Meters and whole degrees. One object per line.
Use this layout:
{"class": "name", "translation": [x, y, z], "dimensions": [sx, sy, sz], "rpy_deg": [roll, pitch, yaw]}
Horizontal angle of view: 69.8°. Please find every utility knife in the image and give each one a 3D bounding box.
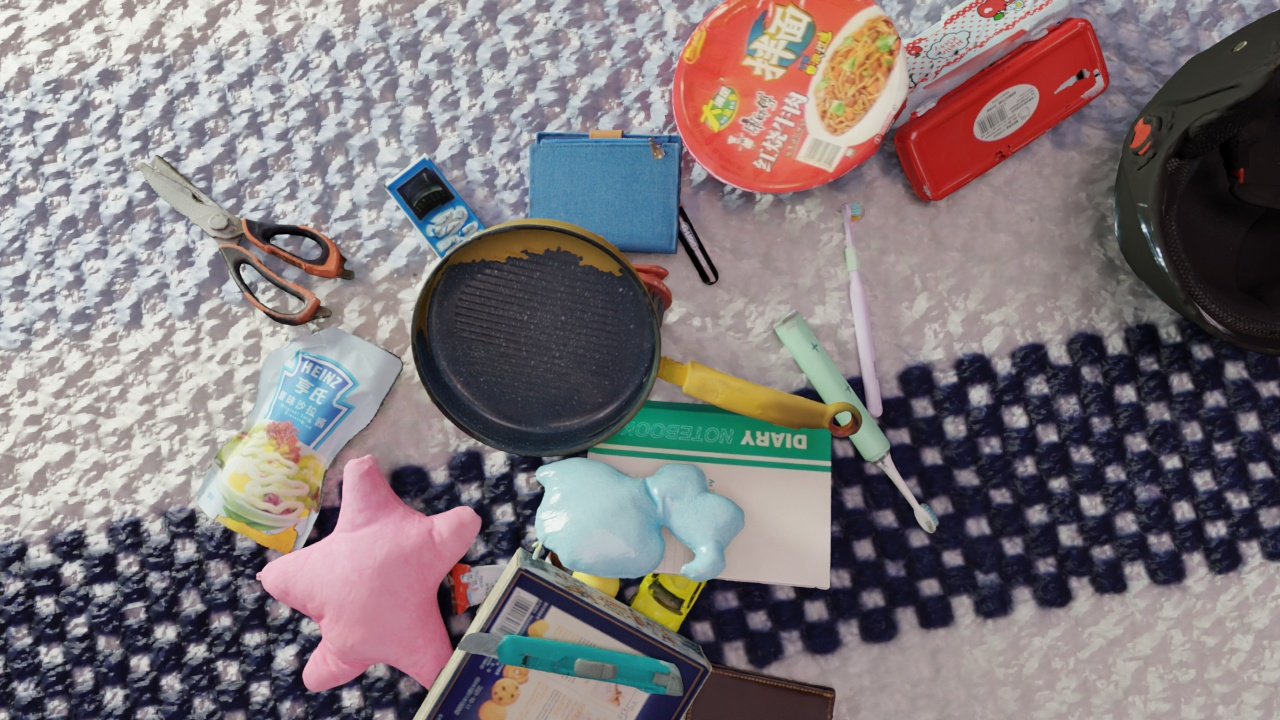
{"class": "utility knife", "translation": [-0.050, 0.231, 0.698], "dimensions": [0.179, 0.013, 0.029], "rpy_deg": [13, 94, -10]}

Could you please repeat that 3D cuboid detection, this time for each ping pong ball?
{"class": "ping pong ball", "translation": [-0.038, 0.187, 0.769], "dimensions": [0.040, 0.040, 0.040], "rpy_deg": [0, 84, 0]}

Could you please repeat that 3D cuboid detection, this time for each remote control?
{"class": "remote control", "translation": [-0.171, -0.121, 0.808], "dimensions": [0.049, 0.024, 0.125], "rpy_deg": [-38, 85, -4]}

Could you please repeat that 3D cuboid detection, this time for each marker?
{"class": "marker", "translation": [0.035, -0.122, 0.812], "dimensions": [0.018, 0.015, 0.124], "rpy_deg": [-29, 85, 2]}

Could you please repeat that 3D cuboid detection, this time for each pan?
{"class": "pan", "translation": [-0.004, 0.004, 0.726], "dimensions": [0.357, 0.078, 0.198], "rpy_deg": [10, 113, -3]}

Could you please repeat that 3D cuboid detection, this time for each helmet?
{"class": "helmet", "translation": [0.490, -0.135, 0.709], "dimensions": [0.233, 0.230, 0.275], "rpy_deg": [38, 93, -3]}

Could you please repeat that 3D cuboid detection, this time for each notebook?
{"class": "notebook", "translation": [0.057, 0.108, 0.775], "dimensions": [0.209, 0.012, 0.150], "rpy_deg": [4, 70, 1]}

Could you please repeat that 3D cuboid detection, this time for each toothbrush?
{"class": "toothbrush", "translation": [0.187, 0.053, 0.789], "dimensions": [0.027, 0.027, 0.224], "rpy_deg": [-29, 83, -47]}
{"class": "toothbrush", "translation": [0.196, -0.044, 0.804], "dimensions": [0.021, 0.029, 0.189], "rpy_deg": [-9, 85, 39]}

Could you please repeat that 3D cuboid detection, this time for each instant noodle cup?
{"class": "instant noodle cup", "translation": [0.127, -0.223, 0.783], "dimensions": [0.194, 0.066, 0.193], "rpy_deg": [-3, 78, 16]}

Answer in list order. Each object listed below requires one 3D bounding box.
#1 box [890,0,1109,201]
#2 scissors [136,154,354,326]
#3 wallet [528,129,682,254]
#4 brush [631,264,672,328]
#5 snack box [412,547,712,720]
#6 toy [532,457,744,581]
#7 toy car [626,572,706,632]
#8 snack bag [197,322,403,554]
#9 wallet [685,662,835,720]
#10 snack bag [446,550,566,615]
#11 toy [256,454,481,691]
{"class": "box", "translation": [0.295, -0.246, 0.802], "dimensions": [0.201, 0.073, 0.154], "rpy_deg": [-33, 82, -3]}
{"class": "scissors", "translation": [-0.347, -0.119, 0.807], "dimensions": [0.191, 0.015, 0.206], "rpy_deg": [-11, 71, -11]}
{"class": "wallet", "translation": [-0.031, -0.147, 0.798], "dimensions": [0.133, 0.040, 0.106], "rpy_deg": [2, 94, 6]}
{"class": "brush", "translation": [-0.045, -0.060, 0.787], "dimensions": [0.146, 0.063, 0.069], "rpy_deg": [3, 55, -1]}
{"class": "snack box", "translation": [-0.067, 0.272, 0.731], "dimensions": [0.182, 0.046, 0.178], "rpy_deg": [32, 91, -11]}
{"class": "toy", "translation": [-0.010, 0.126, 0.731], "dimensions": [0.156, 0.050, 0.161], "rpy_deg": [-30, 58, -26]}
{"class": "toy car", "translation": [0.027, 0.192, 0.773], "dimensions": [0.048, 0.032, 0.105], "rpy_deg": [32, 87, 3]}
{"class": "snack bag", "translation": [-0.293, 0.060, 0.785], "dimensions": [0.110, 0.039, 0.191], "rpy_deg": [25, 84, 14]}
{"class": "wallet", "translation": [0.097, 0.312, 0.768], "dimensions": [0.122, 0.020, 0.096], "rpy_deg": [11, 79, 2]}
{"class": "snack bag", "translation": [-0.113, 0.188, 0.776], "dimensions": [0.104, 0.026, 0.048], "rpy_deg": [-9, 90, -2]}
{"class": "toy", "translation": [-0.224, 0.174, 0.749], "dimensions": [0.178, 0.074, 0.194], "rpy_deg": [6, 90, -2]}
